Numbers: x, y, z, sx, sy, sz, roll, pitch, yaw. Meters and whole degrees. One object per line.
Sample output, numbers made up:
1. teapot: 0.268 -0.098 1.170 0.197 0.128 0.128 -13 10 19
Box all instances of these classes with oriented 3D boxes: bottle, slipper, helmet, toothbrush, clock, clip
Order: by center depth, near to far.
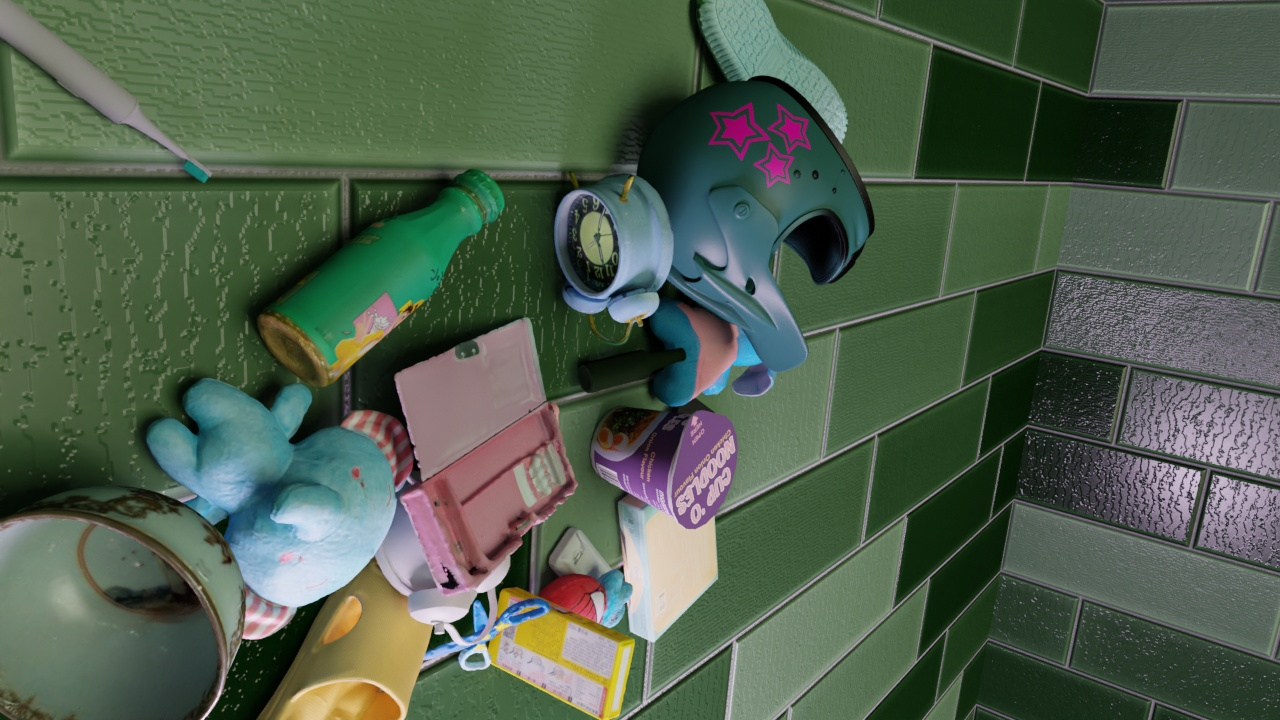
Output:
1. toothbrush: -0.316 -0.161 0.511 0.188 0.018 0.019 46 63 -50
2. bottle: -0.182 -0.071 0.683 0.209 0.068 0.068 -49 137 -32
3. slipper: -0.228 0.262 0.730 0.262 0.078 0.099 -58 145 -28
4. clock: -0.162 0.157 0.755 0.159 0.061 0.119 71 21 -5
5. clock: -0.026 -0.095 0.850 0.059 0.118 0.162 -16 109 -38
6. clip: -0.088 0.066 0.904 0.045 0.023 0.060 -53 134 -26
7. helmet: 0.108 -0.137 0.932 0.200 0.176 0.275 -44 109 -13
8. bottle: -0.006 0.006 0.953 0.122 0.033 0.033 -14 114 -31
9. slipper: 0.141 -0.322 1.043 0.276 0.070 0.115 42 68 -35

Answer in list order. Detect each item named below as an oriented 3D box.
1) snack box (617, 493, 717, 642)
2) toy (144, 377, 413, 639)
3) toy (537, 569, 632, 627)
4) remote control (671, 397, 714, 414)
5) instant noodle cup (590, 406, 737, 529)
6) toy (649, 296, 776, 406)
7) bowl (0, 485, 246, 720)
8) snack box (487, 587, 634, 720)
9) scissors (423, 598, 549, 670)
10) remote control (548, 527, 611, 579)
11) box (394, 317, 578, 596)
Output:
1. snack box: 0.038 0.220 1.108 0.141 0.044 0.194 -33 127 -44
2. toy: -0.244 0.089 0.629 0.183 0.115 0.181 -52 128 -22
3. toy: -0.060 0.262 0.961 0.132 0.062 0.092 6 125 -43
4. remote control: 0.050 0.104 1.064 0.058 0.013 0.133 37 53 -27
5. instant noodle cup: 0.017 0.096 0.968 0.121 0.122 0.137 -45 135 -36
6. toy: 0.089 -0.046 1.053 0.191 0.099 0.224 -27 116 -33
7. bowl: -0.305 0.136 0.545 0.093 0.160 0.160 -87 176 -69
8. snack box: -0.079 0.276 0.875 0.025 0.152 0.075 10 93 -56
9. scissors: -0.144 0.254 0.855 0.125 0.013 0.127 -16 136 -16
10. remote control: -0.056 0.234 1.002 0.050 0.022 0.133 -56 140 -25
11. box: -0.128 0.068 0.767 0.232 0.040 0.179 -33 109 -69
